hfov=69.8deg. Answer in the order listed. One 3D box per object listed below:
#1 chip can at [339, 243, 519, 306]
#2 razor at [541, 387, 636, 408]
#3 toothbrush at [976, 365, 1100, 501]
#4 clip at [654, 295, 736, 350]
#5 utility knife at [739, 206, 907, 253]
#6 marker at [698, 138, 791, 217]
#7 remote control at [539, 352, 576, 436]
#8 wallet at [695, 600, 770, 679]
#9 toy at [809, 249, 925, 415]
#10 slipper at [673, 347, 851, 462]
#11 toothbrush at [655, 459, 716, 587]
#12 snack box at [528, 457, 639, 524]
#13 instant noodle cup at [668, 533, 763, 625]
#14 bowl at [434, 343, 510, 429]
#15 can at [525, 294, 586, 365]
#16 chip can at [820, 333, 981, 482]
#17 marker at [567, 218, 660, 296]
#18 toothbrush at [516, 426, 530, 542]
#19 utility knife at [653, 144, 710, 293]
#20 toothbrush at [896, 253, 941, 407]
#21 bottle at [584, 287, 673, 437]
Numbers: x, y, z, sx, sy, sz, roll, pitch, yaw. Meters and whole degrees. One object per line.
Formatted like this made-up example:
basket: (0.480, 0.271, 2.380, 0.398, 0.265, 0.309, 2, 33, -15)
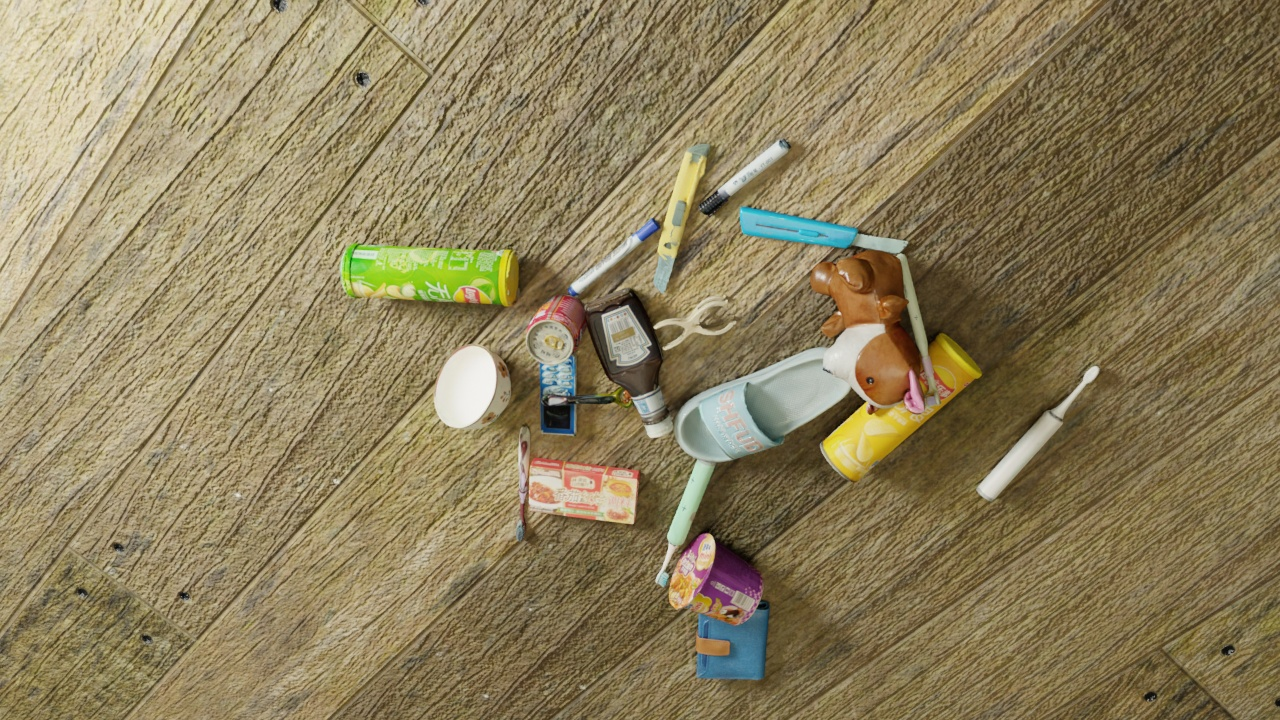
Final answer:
chip can: (-0.267, -0.109, 1.163, 0.221, 0.072, 0.073, 4, 113, 5)
razor: (-0.060, 0.050, 1.216, 0.142, 0.022, 0.043, -3, 111, -8)
toothbrush: (0.513, 0.094, 1.180, 0.027, 0.026, 0.221, 44, 115, 25)
clip: (0.067, -0.059, 1.159, 0.104, 0.034, 0.081, -7, 110, 3)
utility knife: (0.221, -0.155, 1.115, 0.207, 0.018, 0.034, 9, 113, 1)
marker: (0.125, -0.218, 1.100, 0.131, 0.018, 0.022, -36, 113, 20)
remote control: (-0.110, 0.044, 1.235, 0.049, 0.024, 0.125, 4, 112, 5)
wallet: (0.135, 0.414, 1.357, 0.106, 0.040, 0.133, 2, 112, 1)
toy: (0.270, -0.029, 1.090, 0.130, 0.140, 0.199, -20, 95, -8)
slipper: (0.161, 0.066, 1.186, 0.246, 0.074, 0.104, -28, 108, 15)
toothbrush: (0.059, 0.228, 1.291, 0.027, 0.026, 0.225, 31, 116, 25)
snack box: (-0.080, 0.183, 1.290, 0.153, 0.025, 0.075, 7, 114, 4)
instant noodle cup: (0.110, 0.312, 1.284, 0.099, 0.111, 0.112, 29, 113, -16)
bowl: (-0.212, 0.039, 1.215, 0.114, 0.113, 0.062, -41, 145, 20)
can: (-0.106, -0.039, 1.161, 0.066, 0.093, 0.067, 2, 113, 6)
chip can: (0.327, 0.062, 1.164, 0.072, 0.072, 0.214, 40, 112, -10)
marker: (-0.035, -0.128, 1.157, 0.146, 0.016, 0.017, -37, 104, 19)
toothbrush: (-0.168, 0.177, 1.302, 0.016, 0.017, 0.188, 7, 114, 3)
utility knife: (0.047, -0.174, 1.132, 0.031, 0.020, 0.195, 18, 118, 5)
toothbrush: (0.334, -0.038, 1.108, 0.020, 0.029, 0.189, -8, 83, -20)
bottle: (-0.007, 0.007, 1.185, 0.080, 0.044, 0.195, -21, 104, 1)
